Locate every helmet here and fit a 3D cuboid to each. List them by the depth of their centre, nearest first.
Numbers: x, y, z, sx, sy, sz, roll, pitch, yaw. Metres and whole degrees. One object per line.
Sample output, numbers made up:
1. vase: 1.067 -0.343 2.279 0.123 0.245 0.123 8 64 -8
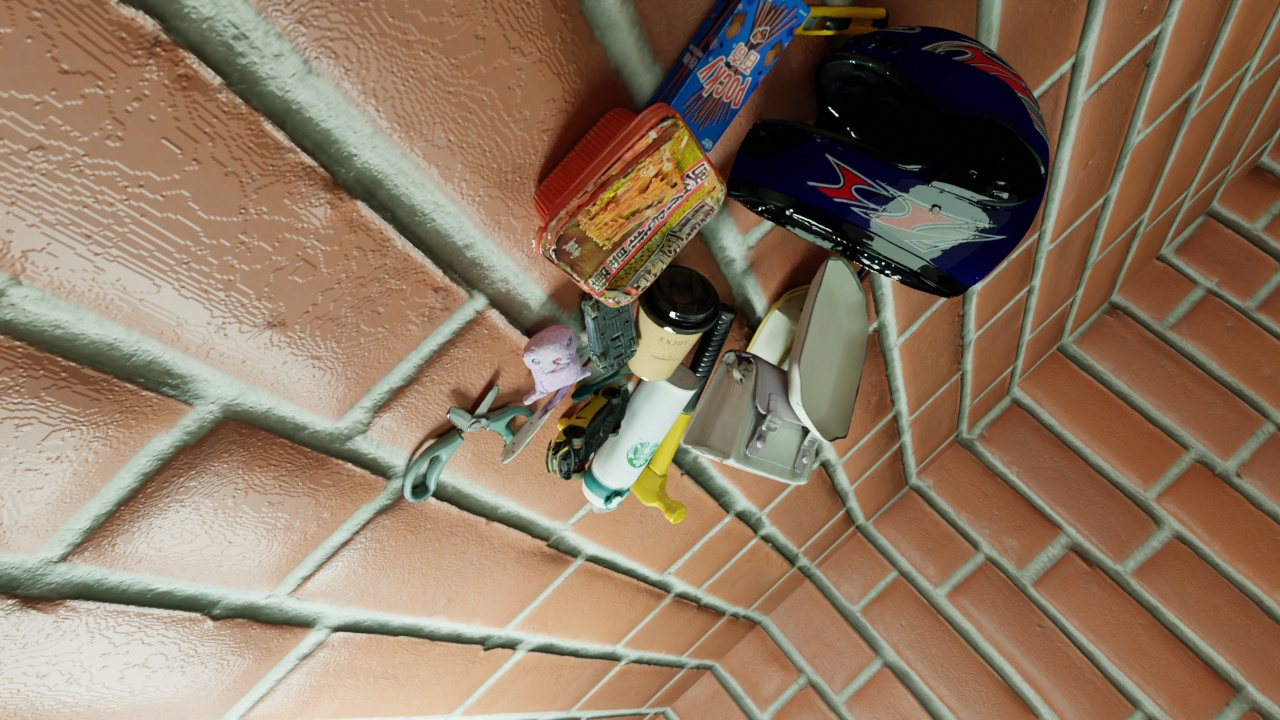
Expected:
1. helmet: 0.261 -0.215 0.928 0.315 0.247 0.240 19 97 -28

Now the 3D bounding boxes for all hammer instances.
1. hammer: 0.057 0.062 1.213 0.032 0.129 0.301 -5 124 -50

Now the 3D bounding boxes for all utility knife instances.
1. utility knife: 0.181 -0.326 0.889 0.202 0.015 0.033 -18 142 -39

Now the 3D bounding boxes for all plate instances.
1. plate: 0.246 -0.016 1.214 0.162 0.034 0.265 49 49 -38

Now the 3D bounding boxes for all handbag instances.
1. handbag: 0.163 0.077 1.200 0.196 0.099 0.145 21 84 -50
2. handbag: 0.215 -0.039 1.329 0.178 0.063 0.164 -36 157 -47

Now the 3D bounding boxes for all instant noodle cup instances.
1. instant noodle cup: -0.017 -0.143 0.818 0.164 0.079 0.188 -45 155 5

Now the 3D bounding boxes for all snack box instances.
1. snack box: 0.077 -0.266 0.815 0.084 0.026 0.157 11 122 -51

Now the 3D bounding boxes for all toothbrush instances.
1. toothbrush: -0.094 0.044 1.039 0.187 0.016 0.017 -49 164 -5
2. toothbrush: -0.007 0.007 1.127 0.191 0.016 0.018 -28 160 -27

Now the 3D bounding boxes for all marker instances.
1. marker: -0.080 0.101 1.165 0.018 0.015 0.124 -41 153 -7

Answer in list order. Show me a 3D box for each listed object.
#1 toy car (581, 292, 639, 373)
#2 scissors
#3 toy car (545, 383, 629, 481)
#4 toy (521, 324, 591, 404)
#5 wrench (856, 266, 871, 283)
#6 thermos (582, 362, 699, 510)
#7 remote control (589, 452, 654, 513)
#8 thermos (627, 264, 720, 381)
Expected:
1. toy car: -0.035 -0.040 0.995 0.054 0.037 0.121 -28 138 -21
2. scissors: -0.192 0.098 1.006 0.178 0.019 0.170 -43 155 2
3. toy car: -0.061 0.084 1.111 0.155 0.041 0.071 -46 150 -44
4. toy: -0.095 0.001 0.971 0.083 0.039 0.108 -28 152 -14
5. wrench: 0.345 -0.154 1.330 0.273 0.016 0.056 -51 163 1
6. thermos: -0.006 0.102 1.202 0.073 0.073 0.225 -7 136 -50
7. remote control: -0.021 0.171 1.345 0.056 0.019 0.135 2 130 -55
8. thermos: 0.030 -0.039 1.034 0.092 0.093 0.144 -25 156 -31
